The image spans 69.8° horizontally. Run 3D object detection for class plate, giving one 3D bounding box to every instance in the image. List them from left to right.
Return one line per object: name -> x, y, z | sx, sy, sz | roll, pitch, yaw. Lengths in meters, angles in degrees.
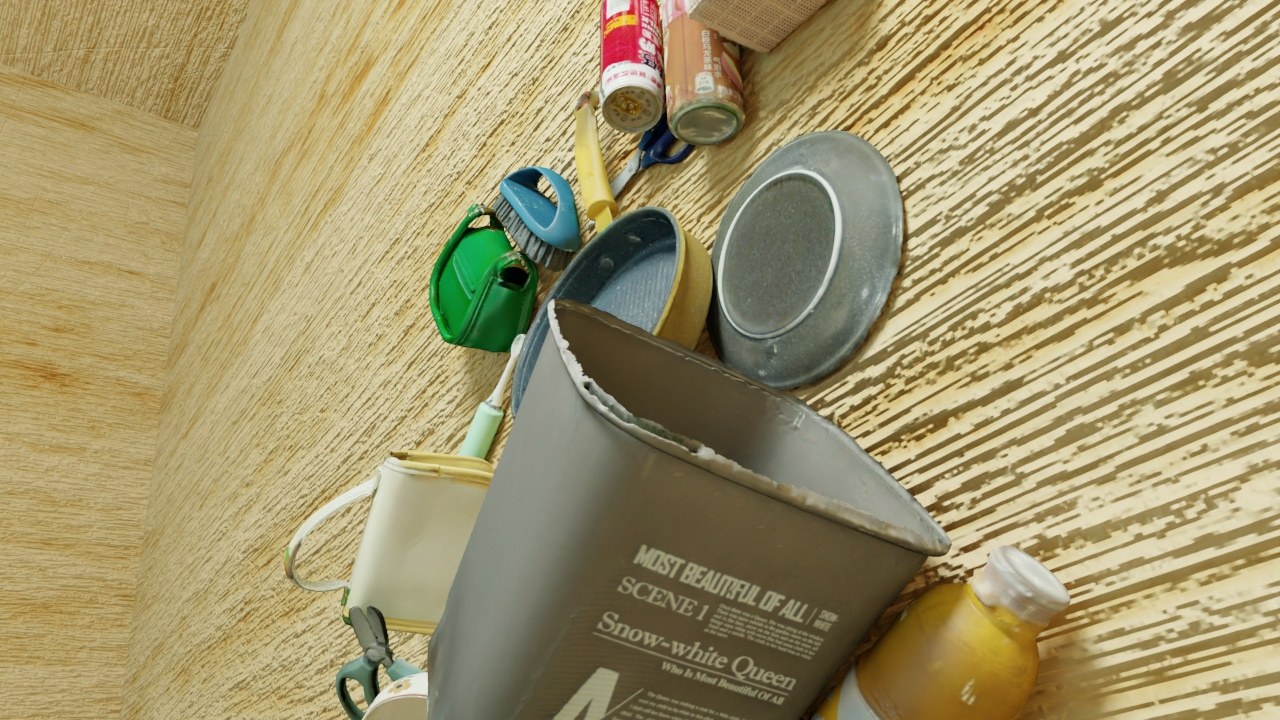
plate -> 0.095, -0.068, 0.603 | 0.180, 0.024, 0.179 | -23, 61, 48

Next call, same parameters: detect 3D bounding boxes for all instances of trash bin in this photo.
trash bin -> 0.001, 0.115, 0.481 | 0.220, 0.199, 0.198 | -63, 18, 11

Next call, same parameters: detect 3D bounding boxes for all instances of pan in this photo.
pan -> -0.034, -0.091, 0.732 | 0.198, 0.078, 0.356 | -34, 36, 36

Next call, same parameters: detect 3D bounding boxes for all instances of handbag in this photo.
handbag -> -0.223, 0.159, 0.830 | 0.063, 0.178, 0.163 | 30, 104, 60
handbag -> -0.156, -0.079, 0.907 | 0.131, 0.068, 0.120 | 54, 128, 49

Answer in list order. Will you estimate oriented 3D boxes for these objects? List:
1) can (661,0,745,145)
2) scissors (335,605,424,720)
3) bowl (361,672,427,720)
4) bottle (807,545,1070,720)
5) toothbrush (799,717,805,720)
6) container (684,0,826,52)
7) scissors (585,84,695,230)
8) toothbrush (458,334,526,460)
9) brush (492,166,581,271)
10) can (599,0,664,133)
can -> 0.046, -0.239, 0.700 | 0.058, 0.057, 0.147 | -27, 57, 47
scissors -> -0.244, 0.283, 0.832 | 0.143, 0.180, 0.019 | -8, 29, 19
bowl -> -0.178, 0.311, 0.789 | 0.114, 0.113, 0.062 | -60, 7, 22
bottle -> 0.128, 0.168, 0.436 | 0.190, 0.068, 0.068 | -60, 38, 21
toothbrush -> 0.052, 0.194, 0.578 | 0.181, 0.015, 0.018 | 17, 83, 56
container -> 0.089, -0.285, 0.635 | 0.111, 0.090, 0.089 | -36, 51, 46
scissors -> -0.002, -0.179, 0.787 | 0.173, 0.012, 0.132 | -1, 80, 55
toothbrush -> -0.157, 0.073, 0.898 | 0.026, 0.027, 0.225 | 29, 106, 16
brush -> -0.093, -0.141, 0.860 | 0.074, 0.055, 0.144 | -62, 37, 21
can -> -0.008, -0.253, 0.768 | 0.053, 0.053, 0.132 | -39, 41, 41
